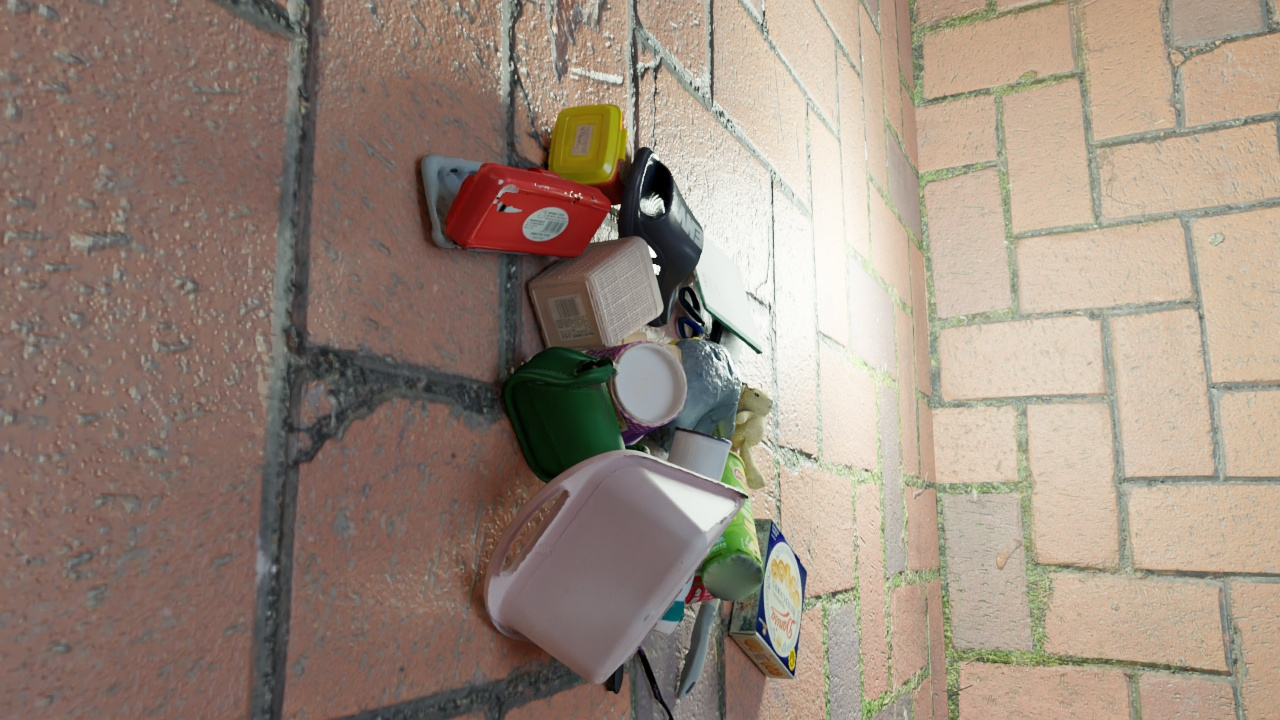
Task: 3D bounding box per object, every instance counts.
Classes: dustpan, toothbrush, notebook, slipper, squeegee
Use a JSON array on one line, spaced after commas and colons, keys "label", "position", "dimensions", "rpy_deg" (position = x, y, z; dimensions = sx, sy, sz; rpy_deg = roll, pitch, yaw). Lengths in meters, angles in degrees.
[{"label": "dustpan", "position": [-0.024, 0.179, 0.864], "dimensions": [0.222, 0.139, 0.273], "rpy_deg": [-54, 168, 1]}, {"label": "toothbrush", "position": [-0.024, 0.262, 0.997], "dimensions": [0.014, 0.016, 0.189], "rpy_deg": [28, 58, -48]}, {"label": "toothbrush", "position": [0.013, 0.370, 1.048], "dimensions": [0.016, 0.014, 0.189], "rpy_deg": [-35, 118, -32]}, {"label": "notebook", "position": [0.114, -0.103, 1.278], "dimensions": [0.209, 0.012, 0.150], "rpy_deg": [30, 41, -58]}, {"label": "slipper", "position": [0.034, -0.132, 1.029], "dimensions": [0.268, 0.083, 0.110], "rpy_deg": [77, 23, -57]}, {"label": "squeegee", "position": [0.082, 0.304, 1.164], "dimensions": [0.246, 0.039, 0.246], "rpy_deg": [51, 43, -48]}]

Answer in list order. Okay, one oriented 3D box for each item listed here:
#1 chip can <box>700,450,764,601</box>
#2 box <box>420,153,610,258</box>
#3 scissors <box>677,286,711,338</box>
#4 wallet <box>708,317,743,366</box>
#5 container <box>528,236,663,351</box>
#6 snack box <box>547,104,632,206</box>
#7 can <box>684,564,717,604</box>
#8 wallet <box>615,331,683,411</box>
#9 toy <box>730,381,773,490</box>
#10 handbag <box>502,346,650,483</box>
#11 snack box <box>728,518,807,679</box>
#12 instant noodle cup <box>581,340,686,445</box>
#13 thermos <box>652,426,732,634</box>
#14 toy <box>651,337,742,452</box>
[{"label": "chip can", "position": [0.102, 0.194, 1.106], "dimensions": [0.221, 0.072, 0.073], "rpy_deg": [-92, 164, -62]}, {"label": "box", "position": [-0.121, -0.144, 0.839], "dimensions": [0.095, 0.091, 0.201], "rpy_deg": [-55, 160, 19]}, {"label": "scissors", "position": [0.086, -0.037, 1.263], "dimensions": [0.128, 0.012, 0.173], "rpy_deg": [-72, 146, -41]}, {"label": "wallet", "position": [0.117, 0.002, 1.294], "dimensions": [0.097, 0.019, 0.120], "rpy_deg": [52, 48, -53]}, {"label": "container", "position": [-0.046, -0.063, 0.925], "dimensions": [0.110, 0.090, 0.090], "rpy_deg": [-42, 123, -54]}, {"label": "snack box", "position": [-0.046, -0.211, 0.960], "dimensions": [0.080, 0.082, 0.091], "rpy_deg": [46, 47, -64]}, {"label": "can", "position": [0.083, 0.262, 1.109], "dimensions": [0.132, 0.053, 0.053], "rpy_deg": [4, 82, -43]}, {"label": "wallet", "position": [-0.006, 0.006, 0.998], "dimensions": [0.115, 0.024, 0.087], "rpy_deg": [11, 60, -24]}, {"label": "toy", "position": [0.161, 0.110, 1.321], "dimensions": [0.105, 0.066, 0.157], "rpy_deg": [49, 37, -57]}, {"label": "handbag", "position": [-0.056, 0.053, 0.848], "dimensions": [0.067, 0.120, 0.131], "rpy_deg": [-46, 127, -49]}, {"label": "snack box", "position": [0.195, 0.357, 1.369], "dimensions": [0.178, 0.046, 0.182], "rpy_deg": [55, 39, -44]}, {"label": "instant noodle cup", "position": [-0.013, 0.030, 0.913], "dimensions": [0.111, 0.099, 0.111], "rpy_deg": [6, 76, -25]}, {"label": "thermos", "position": [0.042, 0.190, 1.025], "dimensions": [0.073, 0.073, 0.224], "rpy_deg": [26, 78, -59]}, {"label": "toy", "position": [0.059, 0.041, 1.126], "dimensions": [0.355, 0.091, 0.138], "rpy_deg": [8, 106, -61]}]
